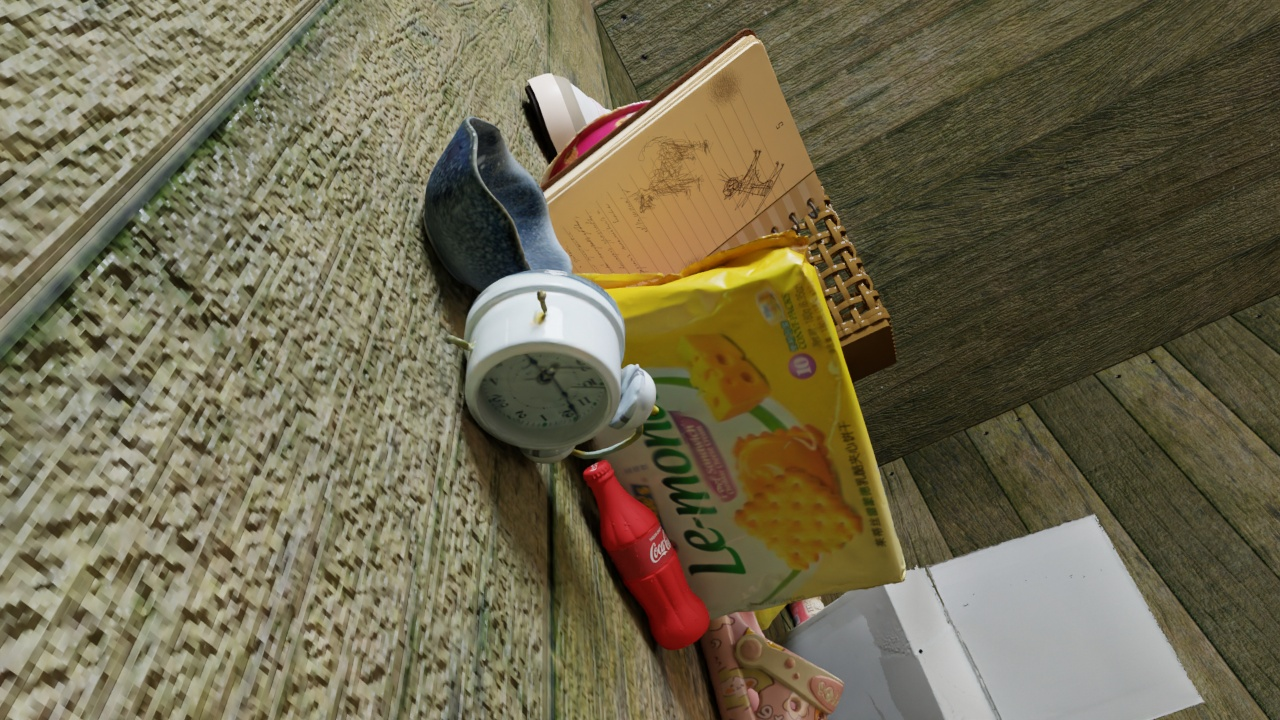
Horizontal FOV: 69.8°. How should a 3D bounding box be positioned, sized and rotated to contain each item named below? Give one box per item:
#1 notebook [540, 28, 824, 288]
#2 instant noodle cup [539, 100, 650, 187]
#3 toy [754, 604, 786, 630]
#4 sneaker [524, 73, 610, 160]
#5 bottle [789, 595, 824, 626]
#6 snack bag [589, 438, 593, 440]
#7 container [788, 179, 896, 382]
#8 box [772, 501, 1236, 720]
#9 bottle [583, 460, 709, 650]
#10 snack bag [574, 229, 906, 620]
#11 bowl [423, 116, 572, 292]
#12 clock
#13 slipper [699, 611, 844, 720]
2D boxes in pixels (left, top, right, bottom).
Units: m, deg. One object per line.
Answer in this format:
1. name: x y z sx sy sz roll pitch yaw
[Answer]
1. notebook: 0.025 -0.103 0.662 0.024 0.225 0.167 50 -3 46
2. instant noodle cup: 0.015 -0.112 0.742 0.178 0.179 0.077 52 13 -47
3. toy: 0.131 0.175 0.868 0.092 0.134 0.207 22 24 1
4. sneaker: -0.025 -0.241 1.027 0.111 0.116 0.293 68 11 20
5. bottle: 0.191 0.283 1.060 0.044 0.044 0.109 52 16 -48
6. snack bag: -0.033 0.039 0.603 0.099 0.020 0.026 20 53 -75
7. container: 0.183 -0.062 1.245 0.214 0.252 0.219 68 11 19
8. box: 0.287 0.255 0.773 0.165 0.330 0.167 72 0 -60
9. bottle: 0.000 0.114 0.545 0.119 0.036 0.036 62 11 -9
10. snack bag: 0.057 0.044 0.563 0.068 0.160 0.247 -57 131 -65
11. bowl: -0.086 -0.076 0.518 0.110 0.055 0.110 61 11 -20
12. clock: -0.041 0.010 0.466 0.117 0.083 0.057 51 22 -37
13. slipper: 0.097 0.229 0.631 0.093 0.081 0.197 47 18 -54
